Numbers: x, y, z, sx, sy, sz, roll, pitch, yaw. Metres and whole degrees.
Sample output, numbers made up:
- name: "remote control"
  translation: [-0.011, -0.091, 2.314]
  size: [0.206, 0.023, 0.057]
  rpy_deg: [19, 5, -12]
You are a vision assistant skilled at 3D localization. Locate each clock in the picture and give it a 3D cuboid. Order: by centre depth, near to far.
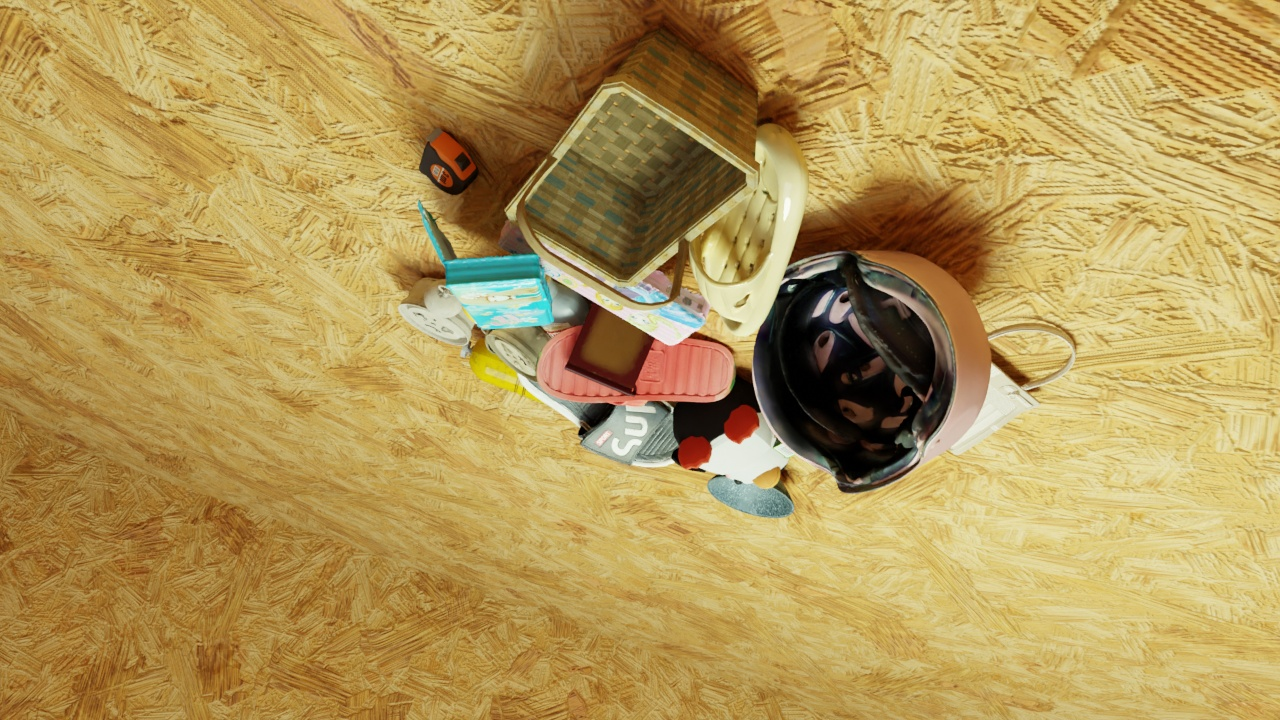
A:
- name: "clock"
  translation: [-0.163, -0.025, 1.214]
  size: [0.141, 0.054, 0.093]
  rpy_deg: [21, 154, 40]
- name: "clock"
  translation: [-0.263, -0.076, 1.228]
  size: [0.103, 0.061, 0.157]
  rpy_deg: [27, 159, -9]

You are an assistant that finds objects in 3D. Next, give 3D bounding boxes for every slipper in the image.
- name: "slipper"
  translation: [0.085, -0.114, 0.867]
  size: [0.079, 0.111, 0.262]
  rpy_deg: [-15, 153, -17]
- name: "slipper"
  translation: [-0.007, 0.007, 1.151]
  size: [0.248, 0.103, 0.059]
  rpy_deg: [2, -179, -8]
- name: "slipper"
  translation: [-0.053, 0.063, 1.248]
  size: [0.264, 0.111, 0.063]
  rpy_deg: [36, -170, 1]

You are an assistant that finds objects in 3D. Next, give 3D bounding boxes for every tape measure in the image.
- name: "tape measure"
  translation: [-0.201, -0.210, 0.974]
  size: [0.059, 0.038, 0.058]
  rpy_deg: [38, 150, -4]

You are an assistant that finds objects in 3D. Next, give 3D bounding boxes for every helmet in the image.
- name: "helmet"
  translation: [0.229, -0.001, 0.903]
  size: [0.152, 0.230, 0.256]
  rpy_deg: [-16, 165, -35]

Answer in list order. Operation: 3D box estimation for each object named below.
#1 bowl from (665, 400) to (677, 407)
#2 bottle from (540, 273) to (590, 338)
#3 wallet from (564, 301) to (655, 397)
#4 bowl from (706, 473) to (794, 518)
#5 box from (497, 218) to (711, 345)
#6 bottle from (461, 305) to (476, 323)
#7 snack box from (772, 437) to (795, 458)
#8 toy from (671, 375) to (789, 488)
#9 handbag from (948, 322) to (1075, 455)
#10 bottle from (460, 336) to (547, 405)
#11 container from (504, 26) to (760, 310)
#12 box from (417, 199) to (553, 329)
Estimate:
- name: "bowl"
  translation: [0.049, 0.099, 1.324]
  size: [0.145, 0.067, 0.145]
  rpy_deg: [16, 152, 9]
- name: "bottle"
  translation: [-0.100, -0.062, 1.158]
  size: [0.072, 0.046, 0.161]
  rpy_deg: [3, 148, 29]
- name: "wallet"
  translation: [-0.028, -0.025, 1.109]
  size: [0.091, 0.115, 0.018]
  rpy_deg: [23, -178, -5]
- name: "bowl"
  translation: [0.175, 0.186, 1.407]
  size: [0.137, 0.057, 0.137]
  rpy_deg: [16, 152, 8]
- name: "box"
  translation: [-0.049, -0.091, 1.006]
  size: [0.230, 0.062, 0.160]
  rpy_deg: [29, 172, -15]
- name: "bottle"
  translation: [-0.185, -0.084, 1.151]
  size: [0.063, 0.063, 0.109]
  rpy_deg: [29, 155, -16]
- name: "snack box"
  translation: [0.224, 0.061, 1.114]
  size: [0.025, 0.080, 0.148]
  rpy_deg: [35, 147, -11]
- name: "toy"
  translation: [0.132, 0.098, 1.237]
  size: [0.159, 0.140, 0.184]
  rpy_deg: [-33, 140, 18]
- name: "handbag"
  translation: [0.367, 0.011, 0.987]
  size: [0.175, 0.062, 0.198]
  rpy_deg: [34, 141, -25]
- name: "bottle"
  translation: [-0.177, 0.012, 1.316]
  size: [0.164, 0.070, 0.071]
  rpy_deg: [21, 153, 0]
- name: "container"
  translation: [-0.016, -0.143, 0.806]
  size: [0.157, 0.186, 0.251]
  rpy_deg: [30, 151, -17]
- name: "box"
  translation: [-0.175, -0.089, 0.981]
  size: [0.170, 0.085, 0.227]
  rpy_deg: [29, 172, 2]
